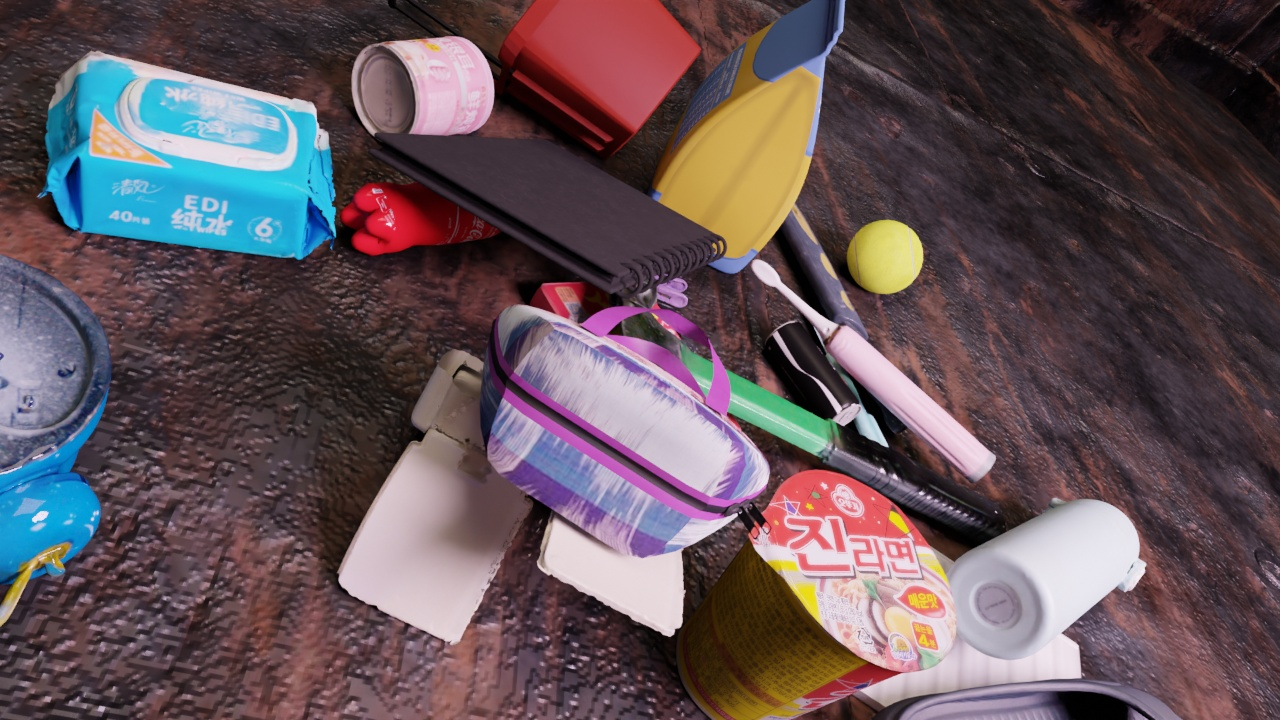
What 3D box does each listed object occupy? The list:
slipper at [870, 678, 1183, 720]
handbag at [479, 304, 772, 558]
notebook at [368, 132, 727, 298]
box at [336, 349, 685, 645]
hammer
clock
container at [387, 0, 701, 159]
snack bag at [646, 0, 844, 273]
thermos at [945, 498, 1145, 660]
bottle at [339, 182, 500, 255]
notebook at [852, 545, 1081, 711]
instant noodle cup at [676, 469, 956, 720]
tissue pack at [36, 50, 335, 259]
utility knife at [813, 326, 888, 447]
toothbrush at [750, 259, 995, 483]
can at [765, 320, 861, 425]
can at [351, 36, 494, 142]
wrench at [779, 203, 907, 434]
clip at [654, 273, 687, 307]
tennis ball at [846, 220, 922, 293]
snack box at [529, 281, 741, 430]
[{"bbox_3d":[0.242,0.211,0.489,0.267,0.084,0.110,11,43,-25],"label":"slipper"},{"bbox_3d":[0.002,0.013,0.429,0.144,0.068,0.169,32,19,1],"label":"handbag"},{"bbox_3d":[-0.041,-0.101,0.595,0.169,0.019,0.231,31,20,10],"label":"notebook"},{"bbox_3d":[-0.056,0.074,0.435,0.145,0.101,0.186,29,18,-6],"label":"box"},{"bbox_3d":[0.117,0.051,0.592,0.318,0.032,0.130,26,34,-21],"label":"hammer"},{"bbox_3d":[-0.262,0.028,0.333,0.116,0.060,0.161,6,48,-34],"label":"clock"},{"bbox_3d":[-0.070,-0.255,0.694,0.201,0.127,0.148,39,-7,-12],"label":"container"},{"bbox_3d":[0.097,-0.194,0.717,0.102,0.206,0.158,29,38,-9],"label":"snack bag"},{"bbox_3d":[0.269,0.135,0.599,0.078,0.065,0.206,35,24,35],"label":"thermos"},{"bbox_3d":[-0.120,-0.095,0.583,0.141,0.042,0.042,-18,62,-46],"label":"bottle"},{"bbox_3d":[0.184,0.172,0.558,0.210,0.009,0.142,34,38,-3],"label":"notebook"},{"bbox_3d":[0.075,0.125,0.441,0.100,0.113,0.100,20,40,-18],"label":"instant noodle cup"},{"bbox_3d":[-0.236,-0.110,0.494,0.144,0.062,0.092,7,46,-33],"label":"tissue pack"},{"bbox_3d":[0.155,0.013,0.700,0.022,0.015,0.158,33,31,-43],"label":"utility knife"},{"bbox_3d":[0.163,0.003,0.661,0.222,0.027,0.026,43,12,5],"label":"toothbrush"},{"bbox_3d":[0.125,0.011,0.665,0.031,0.032,0.080,-7,55,-41],"label":"can"},{"bbox_3d":[-0.150,-0.189,0.639,0.067,0.067,0.076,46,39,13],"label":"can"},{"bbox_3d":[0.160,-0.050,0.757,0.073,0.022,0.273,25,34,-38],"label":"wrench"},{"bbox_3d":[0.011,-0.054,0.664,0.052,0.013,0.036,17,40,-19],"label":"clip"},{"bbox_3d":[0.217,-0.092,0.815,0.065,0.065,0.065,21,40,-19],"label":"tennis ball"},{"bbox_3d":[-0.003,0.003,0.584,0.089,0.021,0.133,-7,54,-42],"label":"snack box"}]
